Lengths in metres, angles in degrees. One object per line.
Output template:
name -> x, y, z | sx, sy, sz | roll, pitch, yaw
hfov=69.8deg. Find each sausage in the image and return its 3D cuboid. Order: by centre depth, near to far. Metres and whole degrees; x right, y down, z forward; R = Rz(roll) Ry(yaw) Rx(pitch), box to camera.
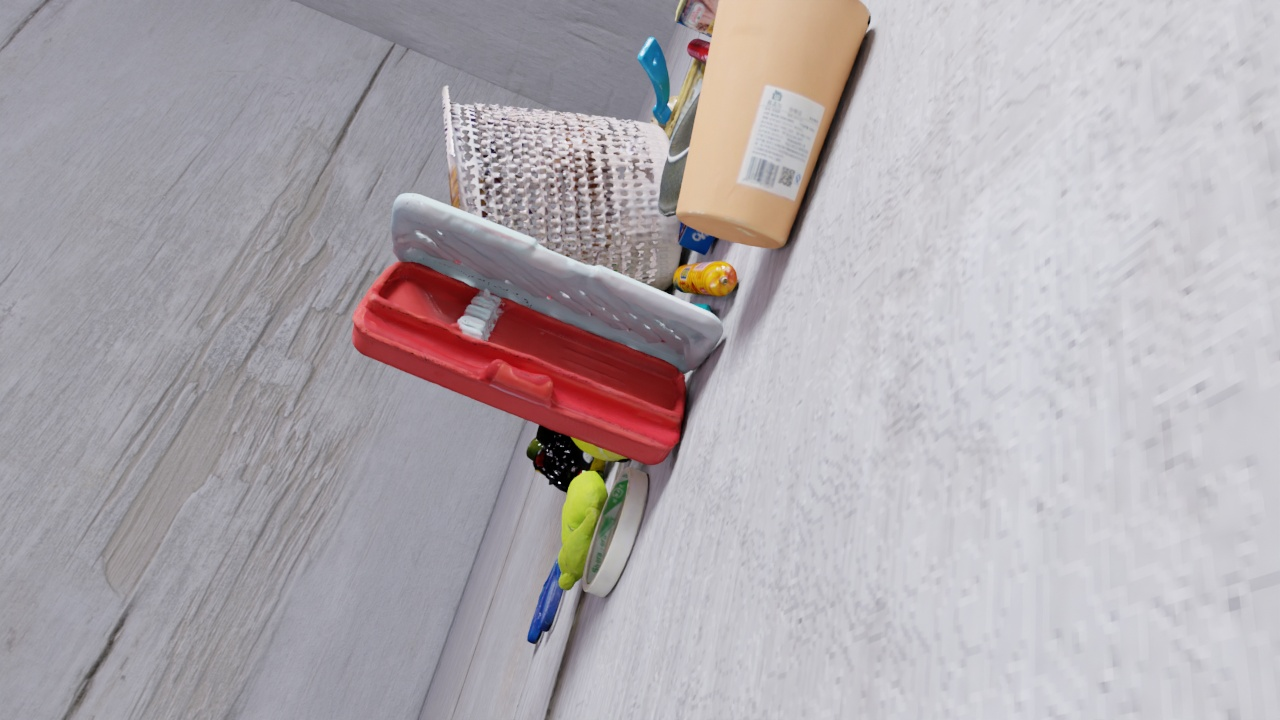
sausage -> 0.041, -0.055, 0.614 | 0.165, 0.021, 0.021 | -139, 70, -83
sausage -> 0.074, -0.263, 0.803 | 0.020, 0.020, 0.156 | -67, 29, 18

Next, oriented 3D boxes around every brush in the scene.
brush -> 0.027, -0.268, 0.958 | 0.083, 0.046, 0.254 | -59, -10, -1

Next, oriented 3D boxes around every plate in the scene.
plate -> 0.060, -0.182, 0.647 | 0.180, 0.024, 0.179 | -50, 16, 20

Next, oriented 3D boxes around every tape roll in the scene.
tape roll -> -0.017, 0.112, 0.601 | 0.086, 0.014, 0.086 | -161, 92, -83

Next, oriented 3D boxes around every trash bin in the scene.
trash bin -> -0.071, -0.130, 0.814 | 0.227, 0.192, 0.227 | 174, 91, -80

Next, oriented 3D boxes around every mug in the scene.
mug -> 0.063, -0.124, 0.468 | 0.078, 0.078, 0.122 | -169, 95, -83

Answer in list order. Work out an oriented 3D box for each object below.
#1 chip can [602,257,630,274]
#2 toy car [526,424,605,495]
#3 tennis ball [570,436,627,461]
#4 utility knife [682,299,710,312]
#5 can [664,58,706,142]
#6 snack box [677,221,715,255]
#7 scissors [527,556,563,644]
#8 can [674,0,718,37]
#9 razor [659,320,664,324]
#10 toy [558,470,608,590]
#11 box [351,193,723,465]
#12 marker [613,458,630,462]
chip can -> -0.035, -0.028, 0.887 | 0.220, 0.072, 0.073 | -80, 14, -57
toy car -> -0.052, 0.051, 0.769 | 0.041, 0.071, 0.156 | -28, -41, -47
tennis ball -> -0.020, 0.036, 0.630 | 0.065, 0.065, 0.065 | -161, 92, -83
utility knife -> 0.032, -0.029, 0.636 | 0.164, 0.013, 0.029 | -150, 75, -82
can -> 0.051, -0.227, 0.903 | 0.074, 0.049, 0.148 | -102, 34, -76
snack box -> 0.061, -0.155, 0.720 | 0.156, 0.026, 0.085 | -80, 15, -55
scissors -> -0.069, 0.173, 0.820 | 0.170, 0.012, 0.141 | -81, 15, -63
can -> 0.084, -0.322, 0.797 | 0.102, 0.083, 0.057 | 127, 162, -65
razor -> 0.010, -0.017, 0.657 | 0.132, 0.028, 0.043 | -98, -2, -76
toy -> -0.043, 0.124, 0.694 | 0.097, 0.031, 0.100 | 120, 164, -51
box -> -0.055, -0.028, 0.534 | 0.095, 0.201, 0.099 | -76, 10, -53
marker -> -0.005, 0.023, 0.727 | 0.020, 0.022, 0.131 | 65, -150, -43
